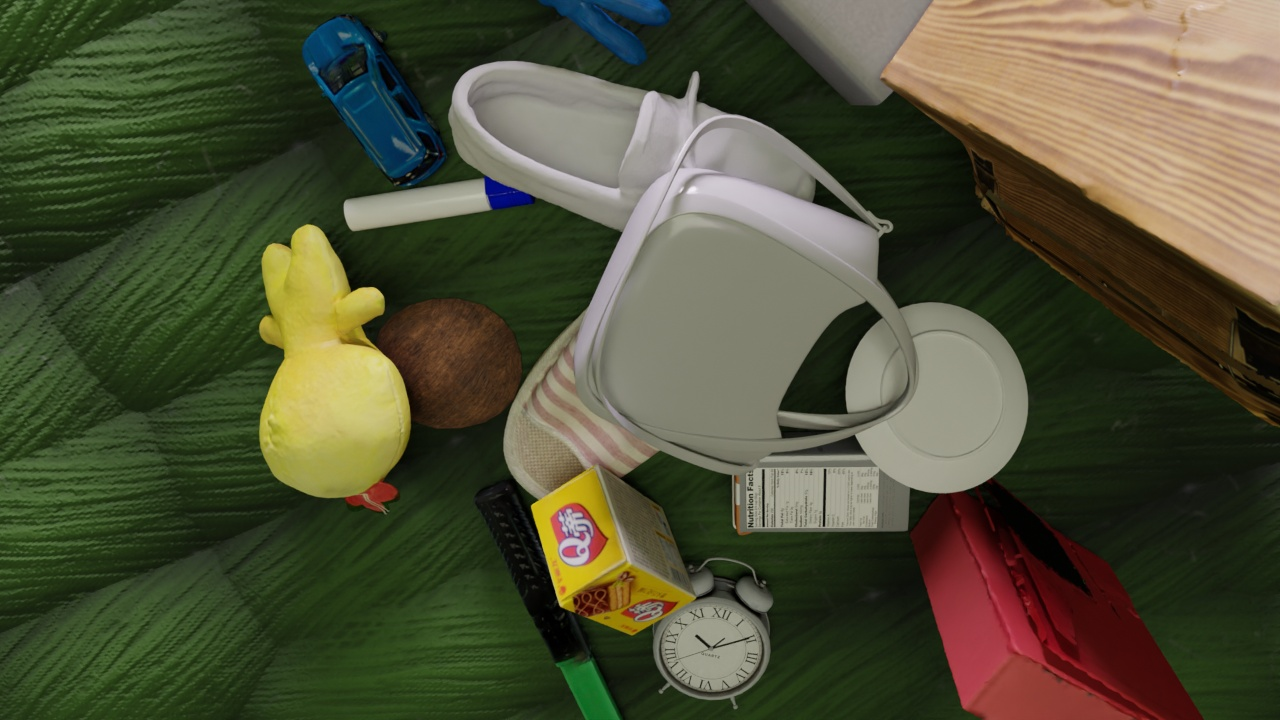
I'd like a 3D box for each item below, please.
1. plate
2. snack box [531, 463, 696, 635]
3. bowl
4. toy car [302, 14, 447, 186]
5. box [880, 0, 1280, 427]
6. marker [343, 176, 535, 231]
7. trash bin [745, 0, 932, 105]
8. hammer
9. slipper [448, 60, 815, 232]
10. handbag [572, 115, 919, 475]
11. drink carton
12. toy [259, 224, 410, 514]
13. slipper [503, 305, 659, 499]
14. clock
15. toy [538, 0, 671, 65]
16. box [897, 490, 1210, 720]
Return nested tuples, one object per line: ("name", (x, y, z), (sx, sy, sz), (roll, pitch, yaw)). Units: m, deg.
("plate", (0.210, 0.025, 0.641), (0.134, 0.011, 0.134), (1, 82, -7))
("snack box", (-0.019, 0.138, 0.659), (0.061, 0.083, 0.105), (-32, 142, 12))
("bowl", (-0.147, 0.006, 0.683), (0.114, 0.026, 0.102), (-8, 105, 6))
("toy car", (-0.181, -0.177, 0.625), (0.056, 0.043, 0.120), (-31, 101, 12))
("box", (0.333, -0.090, 0.440), (0.334, 0.279, 0.287), (26, 112, -30))
("marker", (-0.142, -0.113, 0.649), (0.133, 0.027, 0.023), (-8, 79, 6))
("trash bin", (0.173, -0.276, 0.534), (0.114, 0.114, 0.229), (42, 104, -8))
("hammer", (-0.052, 0.241, 0.742), (0.130, 0.032, 0.319), (-21, 103, 10))
("slipper", (-0.005, -0.140, 0.602), (0.247, 0.074, 0.112), (15, 94, 0))
("handbag", (0.085, -0.019, 0.578), (0.222, 0.095, 0.216), (20, 116, -13))
("drink carton", (0.130, 0.088, 0.675), (0.125, 0.048, 0.076), (-1, 106, 4))
("toy", (-0.225, 0.011, 0.653), (0.134, 0.092, 0.207), (-16, 81, 41))
("slipper", (-0.004, 0.004, 0.660), (0.115, 0.052, 0.263), (38, 105, -5))
("clock", (0.058, 0.210, 0.722), (0.094, 0.035, 0.123), (12, 107, 0))
("toy", (-0.060, -0.256, 0.579), (0.176, 0.070, 0.113), (50, 125, 7))
("box", (0.255, 0.210, 0.622), (0.165, 0.213, 0.153), (31, 112, -4))
